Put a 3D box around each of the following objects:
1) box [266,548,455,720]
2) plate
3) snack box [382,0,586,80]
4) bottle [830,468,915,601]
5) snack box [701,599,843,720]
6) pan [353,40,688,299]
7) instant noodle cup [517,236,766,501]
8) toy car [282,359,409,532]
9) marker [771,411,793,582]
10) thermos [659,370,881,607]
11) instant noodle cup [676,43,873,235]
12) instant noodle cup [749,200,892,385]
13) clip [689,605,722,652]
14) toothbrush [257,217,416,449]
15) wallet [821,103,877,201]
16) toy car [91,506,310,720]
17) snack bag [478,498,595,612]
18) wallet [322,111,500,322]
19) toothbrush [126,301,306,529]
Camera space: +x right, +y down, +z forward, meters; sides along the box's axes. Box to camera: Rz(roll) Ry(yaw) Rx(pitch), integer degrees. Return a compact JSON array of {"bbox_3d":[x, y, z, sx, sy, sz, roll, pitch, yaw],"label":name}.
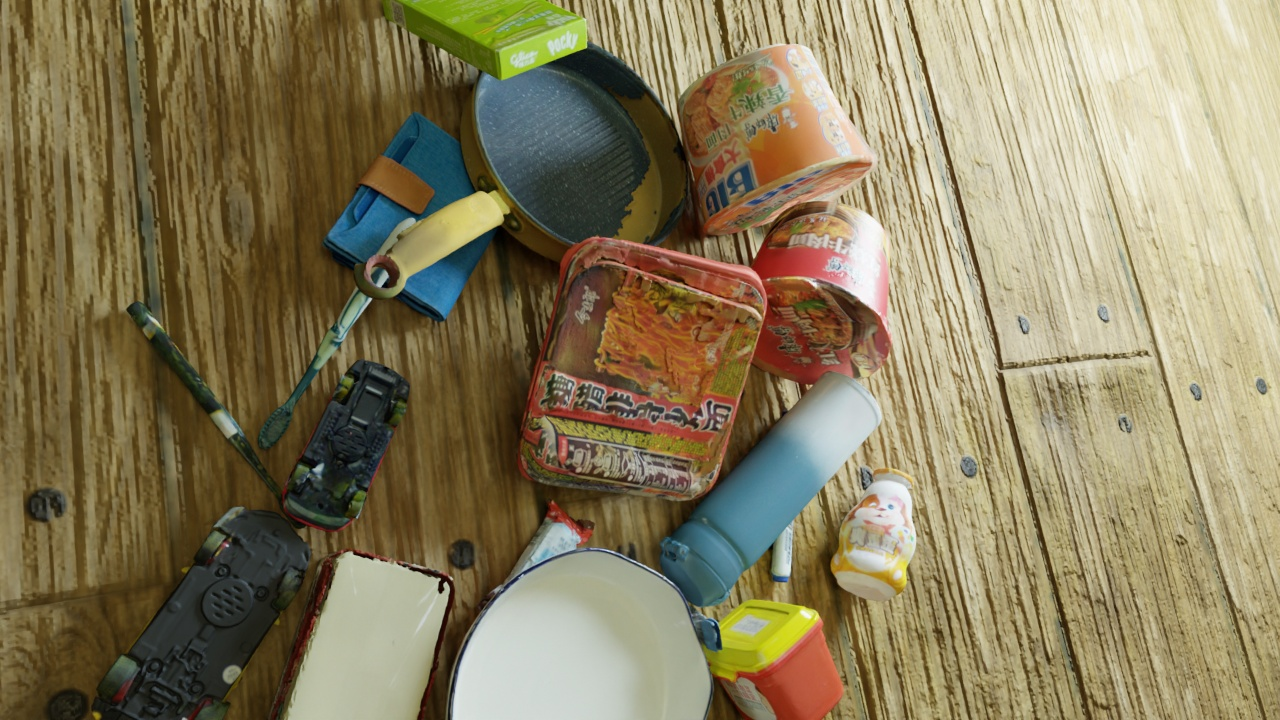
[{"bbox_3d":[-0.181,0.208,0.574,0.091,0.079,0.168,20,67,-20],"label":"box"},{"bbox_3d":[-0.044,0.233,0.634,0.204,0.046,0.204,7,78,-33],"label":"plate"},{"bbox_3d":[-0.123,-0.266,0.712,0.085,0.026,0.156,-34,52,-30],"label":"snack box"},{"bbox_3d":[0.204,0.147,0.784,0.063,0.063,0.108,30,65,-16],"label":"bottle"},{"bbox_3d":[0.100,0.234,0.697,0.081,0.091,0.080,-31,97,-29],"label":"snack box"},{"bbox_3d":[-0.085,-0.131,0.681,0.197,0.078,0.356,51,52,-7],"label":"pan"},{"bbox_3d":[-0.004,0.004,0.690,0.164,0.079,0.189,12,102,-23],"label":"instant noodle cup"},{"bbox_3d":[-0.199,0.059,0.625,0.053,0.045,0.120,28,58,-15],"label":"toy car"},{"bbox_3d":[0.124,0.114,0.781,0.017,0.017,0.145,15,70,-22],"label":"marker"},{"bbox_3d":[0.104,0.102,0.737,0.220,0.070,0.070,-44,96,-20],"label":"thermos"},{"bbox_3d":[0.104,-0.185,0.769,0.151,0.152,0.111,-18,85,-29],"label":"instant noodle cup"},{"bbox_3d":[0.150,-0.060,0.784,0.138,0.138,0.108,30,56,-15],"label":"instant noodle cup"},{"bbox_3d":[0.045,0.203,0.697,0.028,0.057,0.024,-14,96,-27],"label":"clip"},{"bbox_3d":[-0.209,-0.021,0.638,0.016,0.018,0.191,35,77,-20],"label":"toothbrush"},{"bbox_3d":[0.159,-0.199,0.879,0.131,0.031,0.108,-38,95,-30],"label":"wallet"},{"bbox_3d":[-0.265,0.166,0.566,0.071,0.041,0.155,34,66,-14],"label":"toy car"},{"bbox_3d":[-0.074,0.151,0.671,0.045,0.026,0.105,44,63,-19],"label":"snack bag"},{"bbox_3d":[-0.163,-0.110,0.697,0.106,0.040,0.132,35,63,-18],"label":"wallet"},{"bbox_3d":[-0.279,0.036,0.610,0.186,0.017,0.012,54,48,-4],"label":"toothbrush"}]
